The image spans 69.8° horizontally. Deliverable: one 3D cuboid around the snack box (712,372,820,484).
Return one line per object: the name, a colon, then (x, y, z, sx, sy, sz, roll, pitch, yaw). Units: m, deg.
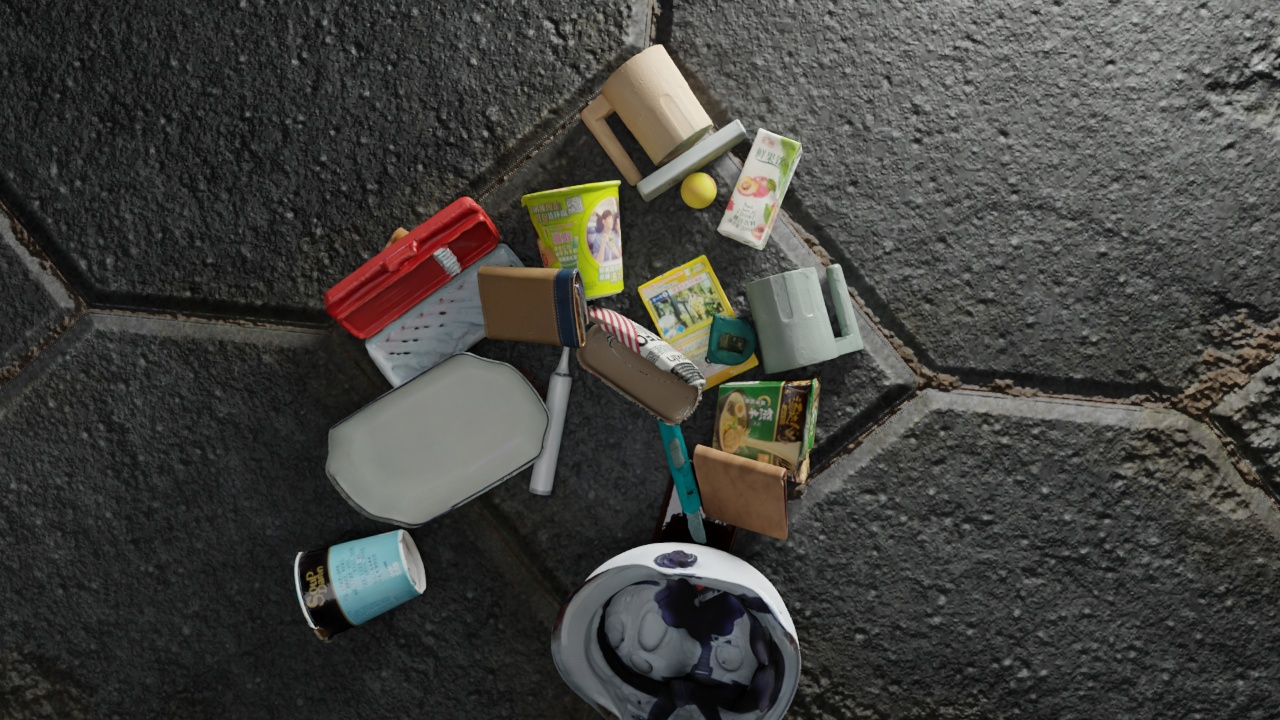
snack box: (0.138, 0.066, 1.011, 0.106, 0.118, 0.117, 8, 93, 13)

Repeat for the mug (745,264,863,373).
mug: (0.184, -0.048, 1.020, 0.123, 0.084, 0.103, -15, 90, -22)

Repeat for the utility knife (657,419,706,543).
utility knife: (0.045, 0.117, 1.028, 0.029, 0.013, 0.184, -27, 64, 26)

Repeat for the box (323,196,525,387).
box: (-0.230, -0.074, 1.022, 0.201, 0.069, 0.158, -36, 120, -2)

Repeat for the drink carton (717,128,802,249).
drink carton: (0.134, -0.190, 1.026, 0.053, 0.045, 0.122, 23, 93, 13)

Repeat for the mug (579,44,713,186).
mug: (0.005, -0.269, 1.021, 0.125, 0.084, 0.103, -34, 91, 29)

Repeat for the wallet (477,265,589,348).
wallet: (-0.116, -0.059, 0.990, 0.115, 0.033, 0.090, 4, 119, 17)

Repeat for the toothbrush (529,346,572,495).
toothbrush: (-0.097, 0.046, 1.062, 0.026, 0.026, 0.221, 10, 93, -8)

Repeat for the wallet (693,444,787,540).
wallet: (0.110, 0.144, 0.992, 0.101, 0.020, 0.115, 14, 139, 25)

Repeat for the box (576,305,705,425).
box: (-0.006, 0.007, 1.017, 0.162, 0.075, 0.086, 31, 107, 21)

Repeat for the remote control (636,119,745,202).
remote control: (0.056, -0.223, 1.025, 0.135, 0.056, 0.019, -32, 89, 5)

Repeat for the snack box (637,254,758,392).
snack box: (0.065, -0.039, 1.045, 0.087, 0.033, 0.140, -27, 92, 5)

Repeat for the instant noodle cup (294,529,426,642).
instant noodle cup: (-0.315, 0.251, 1.052, 0.120, 0.111, 0.111, -19, 91, -3)

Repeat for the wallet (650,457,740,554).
wallet: (0.071, 0.179, 1.061, 0.096, 0.020, 0.122, 16, 92, -2)

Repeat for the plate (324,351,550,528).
plate: (-0.230, 0.088, 1.042, 0.266, 0.034, 0.162, -31, 112, 13)

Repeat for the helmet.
helmet: (0.045, 0.291, 0.999, 0.259, 0.145, 0.229, 10, 109, 8)

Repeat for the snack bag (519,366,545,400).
snack bag: (-0.162, 0.053, 1.066, 0.105, 0.026, 0.045, -34, 98, 5)

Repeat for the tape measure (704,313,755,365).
tape measure: (0.100, -0.022, 1.014, 0.054, 0.025, 0.058, 9, 93, 4)

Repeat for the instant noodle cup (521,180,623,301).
instant noodle cup: (-0.068, -0.129, 1.017, 0.112, 0.111, 0.123, -8, 99, 4)

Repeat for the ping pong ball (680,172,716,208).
ping pong ball: (0.065, -0.191, 1.033, 0.040, 0.040, 0.040, 0, 92, 4)

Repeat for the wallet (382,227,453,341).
wallet: (-0.259, -0.070, 1.068, 0.130, 0.035, 0.119, 35, 88, 2)
